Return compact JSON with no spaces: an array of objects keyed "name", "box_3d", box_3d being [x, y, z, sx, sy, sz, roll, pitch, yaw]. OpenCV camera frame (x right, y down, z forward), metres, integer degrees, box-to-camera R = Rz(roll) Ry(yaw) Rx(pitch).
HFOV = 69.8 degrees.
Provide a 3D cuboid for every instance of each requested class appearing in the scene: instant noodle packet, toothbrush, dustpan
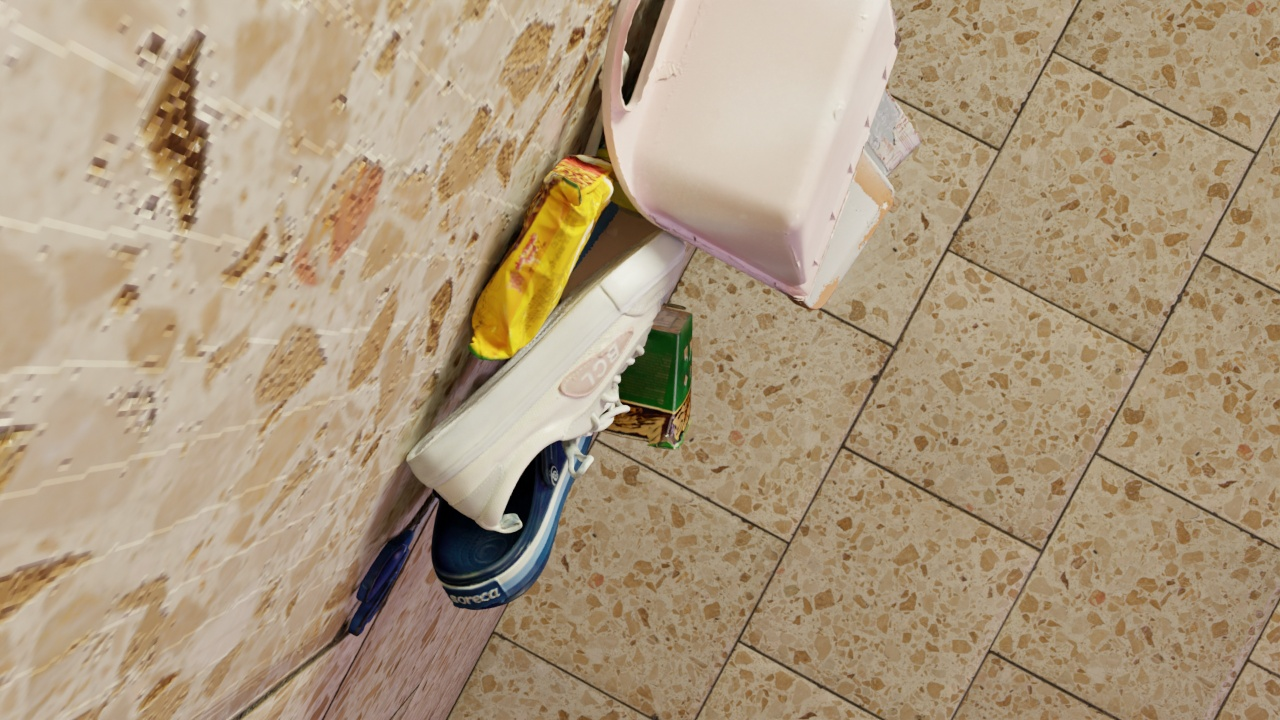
[{"name":"instant noodle packet","box_3d":[-0.061,-0.067,0.581,0.129,0.044,0.110,-60,180,23]},{"name":"toothbrush","box_3d":[-0.038,-0.134,0.633,0.016,0.016,0.181,-50,170,-40]},{"name":"dustpan","box_3d":[0.082,-0.178,0.640,0.273,0.139,0.222,12,98,-76]}]

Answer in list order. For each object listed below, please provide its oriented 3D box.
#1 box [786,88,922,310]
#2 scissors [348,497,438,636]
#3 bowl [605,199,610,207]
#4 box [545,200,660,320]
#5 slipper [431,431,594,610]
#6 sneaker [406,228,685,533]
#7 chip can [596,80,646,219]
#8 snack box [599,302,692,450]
[{"name":"box","box_3d":[0.119,-0.192,0.800,0.226,0.180,0.157,-55,-144,-5]},{"name":"scissors","box_3d":[-0.185,0.146,0.729,0.141,0.012,0.171,-64,178,9]},{"name":"bowl","box_3d":[0.023,-0.158,0.861,0.118,0.065,0.118,-57,169,-18]},{"name":"box","box_3d":[-0.033,-0.074,0.755,0.090,0.059,0.183,-46,-168,45]},{"name":"slipper","box_3d":[-0.105,0.073,0.707,0.252,0.105,0.095,-76,153,-50]},{"name":"sneaker","box_3d":[-0.039,0.013,0.619,0.241,0.091,0.090,-46,-166,-15]},{"name":"chip can","box_3d":[0.039,-0.214,0.689,0.221,0.072,0.073,-62,177,-14]},{"name":"snack box","box_3d":[-0.005,0.005,0.846,0.117,0.118,0.106,-55,155,-69]}]
